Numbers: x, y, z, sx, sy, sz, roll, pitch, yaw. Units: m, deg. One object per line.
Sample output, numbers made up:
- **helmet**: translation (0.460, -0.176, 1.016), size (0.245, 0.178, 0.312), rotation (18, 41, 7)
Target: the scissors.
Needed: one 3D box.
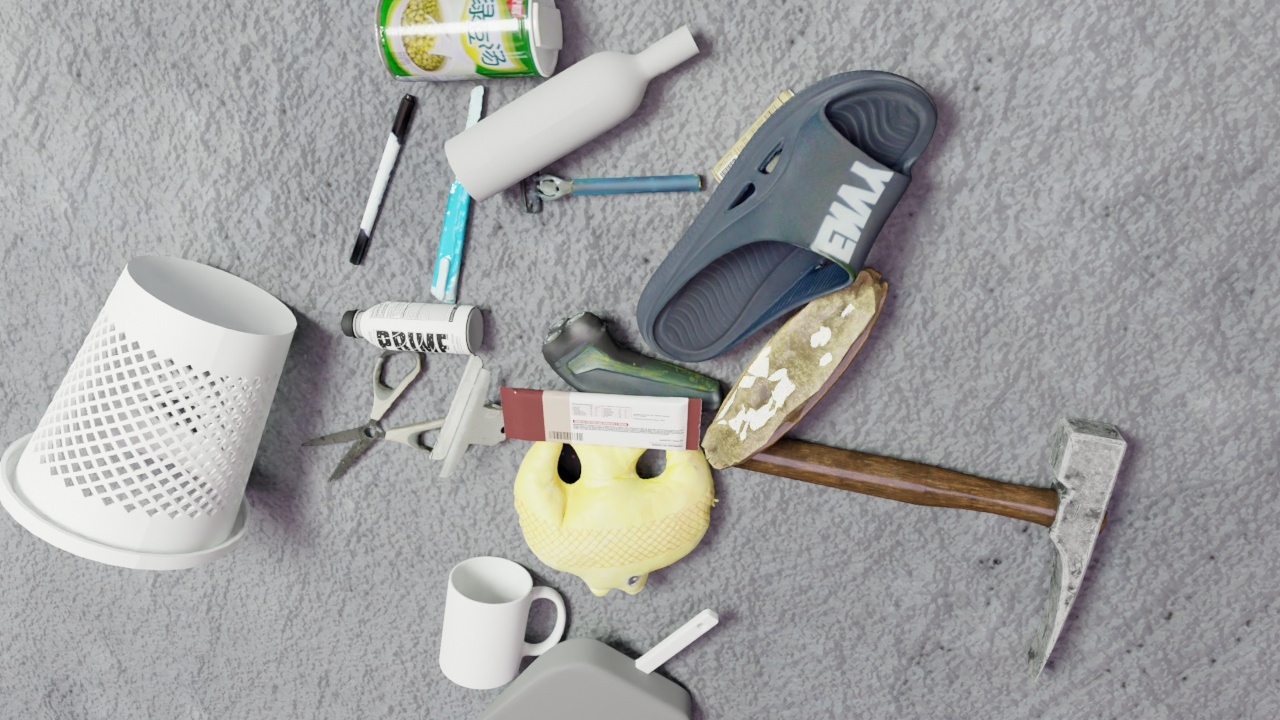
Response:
- **scissors**: translation (-0.226, 0.053, 0.816), size (0.157, 0.012, 0.166), rotation (14, 110, 7)

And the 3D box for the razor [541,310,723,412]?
- **razor**: translation (-0.004, 0.004, 0.732), size (0.151, 0.053, 0.067), rotation (16, 120, 1)

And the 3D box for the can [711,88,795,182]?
- **can**: translation (0.092, -0.155, 0.665), size (0.038, 0.038, 0.080), rotation (43, 111, -5)

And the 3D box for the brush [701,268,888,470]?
- **brush**: translation (0.115, 0.009, 0.700), size (0.059, 0.043, 0.195), rotation (43, 102, 14)

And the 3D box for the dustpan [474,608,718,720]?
- **dustpan**: translation (-0.020, 0.304, 0.830), size (0.163, 0.033, 0.258), rotation (35, 119, -20)

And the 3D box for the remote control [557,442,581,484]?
- **remote control**: translation (-0.070, 0.100, 0.799), size (0.034, 0.013, 0.150), rotation (14, 111, 7)

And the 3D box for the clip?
- **clip**: translation (-0.143, 0.050, 0.784), size (0.058, 0.052, 0.102), rotation (27, 101, 20)

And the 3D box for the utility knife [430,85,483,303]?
- **utility knife**: translation (-0.143, -0.129, 0.734), size (0.022, 0.015, 0.179), rotation (19, 113, 4)

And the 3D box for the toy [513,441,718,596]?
- **toy**: translation (-0.020, 0.125, 0.768), size (0.170, 0.064, 0.155), rotation (-2, 98, -1)

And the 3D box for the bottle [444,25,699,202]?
- **bottle**: translation (-0.048, -0.186, 0.673), size (0.195, 0.052, 0.052), rotation (-27, 101, 13)

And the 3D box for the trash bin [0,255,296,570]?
- **trash bin**: translation (-0.390, 0.032, 0.762), size (0.195, 0.195, 0.200), rotation (29, 102, 1)

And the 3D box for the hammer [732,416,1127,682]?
- **hammer**: translation (0.205, 0.131, 0.741), size (0.301, 0.037, 0.218), rotation (10, 110, 9)

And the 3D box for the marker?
- **marker**: translation (-0.211, -0.145, 0.746), size (0.011, 0.011, 0.152), rotation (27, 112, 2)

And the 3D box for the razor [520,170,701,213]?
- **razor**: translation (-0.025, -0.135, 0.706), size (0.144, 0.022, 0.042), rotation (1, 110, 11)

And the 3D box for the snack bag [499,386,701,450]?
- **snack bag**: translation (-0.032, 0.046, 0.728), size (0.158, 0.013, 0.057), rotation (3, 130, 4)

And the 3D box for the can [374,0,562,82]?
- **can**: translation (-0.123, -0.239, 0.665), size (0.121, 0.067, 0.067), rotation (1, 109, 12)

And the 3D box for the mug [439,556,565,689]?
- **mug**: translation (-0.122, 0.237, 0.833), size (0.110, 0.073, 0.091), rotation (4, 111, -17)

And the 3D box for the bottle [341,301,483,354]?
- **bottle**: translation (-0.192, -0.028, 0.766), size (0.116, 0.041, 0.041), rotation (3, 109, 11)

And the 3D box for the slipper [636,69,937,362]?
- **slipper**: translation (0.099, -0.084, 0.645), size (0.110, 0.083, 0.269), rotation (29, 118, -30)
